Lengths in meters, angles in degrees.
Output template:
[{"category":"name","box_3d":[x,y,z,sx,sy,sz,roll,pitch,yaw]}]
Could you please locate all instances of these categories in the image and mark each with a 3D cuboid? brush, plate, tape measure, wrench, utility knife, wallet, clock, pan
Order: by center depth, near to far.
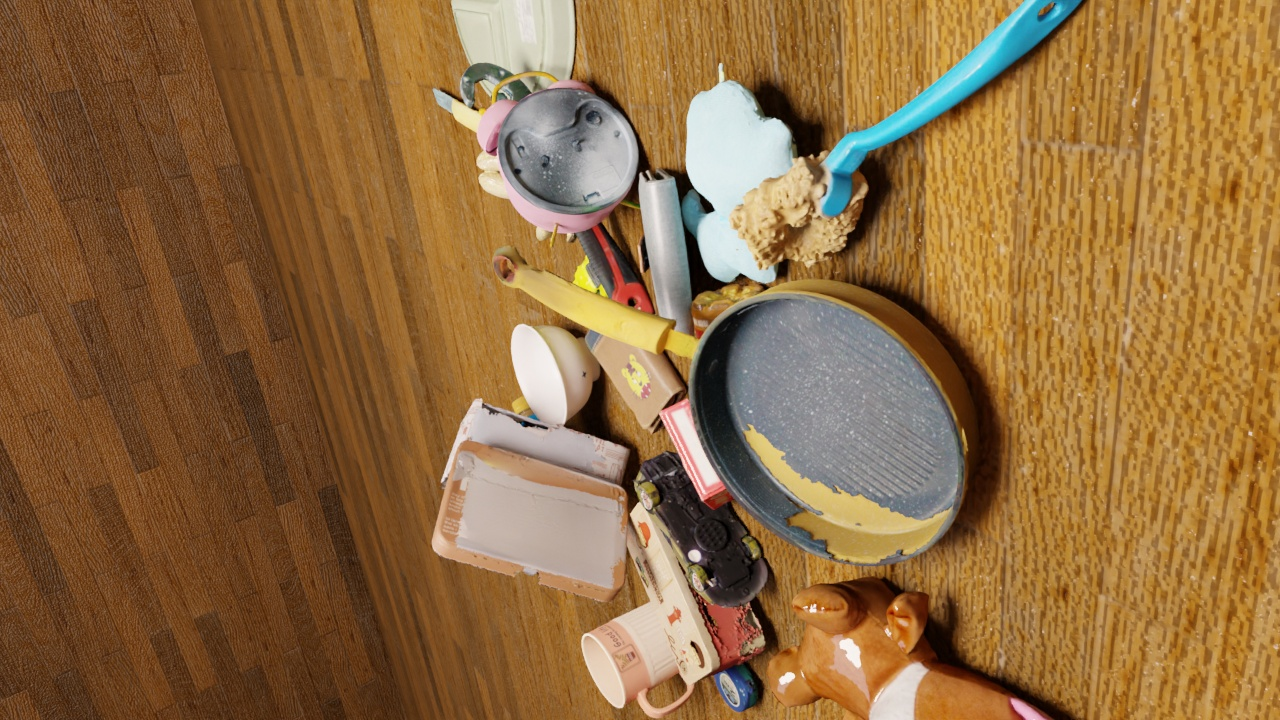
[{"category":"brush","box_3d":[0.135,-0.120,0.504,0.255,0.083,0.045,-39,51,53]},{"category":"pan","box_3d":[0.050,0.006,0.619,0.357,0.078,0.198,35,134,22]},{"category":"wallet","box_3d":[0.017,-0.084,0.732,0.106,0.037,0.130,-103,4,-73]},{"category":"clock","box_3d":[-0.072,-0.181,0.781,0.158,0.117,0.060,62,163,10]},{"category":"wrench","box_3d":[-0.069,-0.151,0.827,0.273,0.056,0.016,56,160,-5]},{"category":"plate","box_3d":[-0.130,-0.343,0.865,0.230,0.027,0.231,41,142,42]},{"category":"wallet","box_3d":[-0.005,0.005,0.877,0.115,0.033,0.090,55,149,18]},{"category":"tape measure","box_3d":[0.096,0.321,0.917,0.058,0.025,0.055,45,146,45]},{"category":"utility knife","box_3d":[-0.189,-0.272,1.028,0.205,0.021,0.031,33,133,39]}]

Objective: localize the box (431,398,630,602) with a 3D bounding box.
[{"category":"box","box_3d":[-0.105,0.128,0.921,0.270,0.179,0.134,-125,55,-75]}]

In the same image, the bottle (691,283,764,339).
[{"category":"bottle","box_3d":[0.083,0.031,0.706,0.057,0.057,0.175,14,120,58]}]

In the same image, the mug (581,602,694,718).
[{"category":"mug","box_3d":[0.011,0.320,0.980,0.114,0.105,0.082,50,147,32]}]

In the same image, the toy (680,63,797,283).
[{"category":"toy","box_3d":[0.065,-0.125,0.641,0.161,0.049,0.156,14,131,62]}]

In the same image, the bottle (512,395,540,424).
[{"category":"bottle","box_3d":[-0.094,0.141,1.091,0.218,0.065,0.065,63,152,13]}]

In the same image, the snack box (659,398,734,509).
[{"category":"snack box","box_3d":[0.050,0.081,0.754,0.075,0.025,0.153,64,-178,14]}]

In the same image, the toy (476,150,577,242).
[{"category":"toy","box_3d":[-0.106,-0.170,0.899,0.157,0.066,0.105,31,118,39]}]

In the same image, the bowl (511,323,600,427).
[{"category":"bowl","box_3d":[-0.083,0.009,0.980,0.118,0.064,0.118,39,140,44]}]

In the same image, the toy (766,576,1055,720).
[{"category":"toy","box_3d":[0.181,0.233,0.615,0.199,0.130,0.140,36,133,32]}]

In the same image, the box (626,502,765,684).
[{"category":"box","box_3d":[0.055,0.211,0.877,0.168,0.076,0.092,65,154,22]}]

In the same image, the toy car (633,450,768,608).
[{"category":"toy car","box_3d":[0.053,0.151,0.829,0.158,0.070,0.042,58,156,22]}]

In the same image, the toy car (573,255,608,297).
[{"category":"toy car","box_3d":[-0.046,-0.073,0.895,0.048,0.032,0.105,61,153,14]}]
